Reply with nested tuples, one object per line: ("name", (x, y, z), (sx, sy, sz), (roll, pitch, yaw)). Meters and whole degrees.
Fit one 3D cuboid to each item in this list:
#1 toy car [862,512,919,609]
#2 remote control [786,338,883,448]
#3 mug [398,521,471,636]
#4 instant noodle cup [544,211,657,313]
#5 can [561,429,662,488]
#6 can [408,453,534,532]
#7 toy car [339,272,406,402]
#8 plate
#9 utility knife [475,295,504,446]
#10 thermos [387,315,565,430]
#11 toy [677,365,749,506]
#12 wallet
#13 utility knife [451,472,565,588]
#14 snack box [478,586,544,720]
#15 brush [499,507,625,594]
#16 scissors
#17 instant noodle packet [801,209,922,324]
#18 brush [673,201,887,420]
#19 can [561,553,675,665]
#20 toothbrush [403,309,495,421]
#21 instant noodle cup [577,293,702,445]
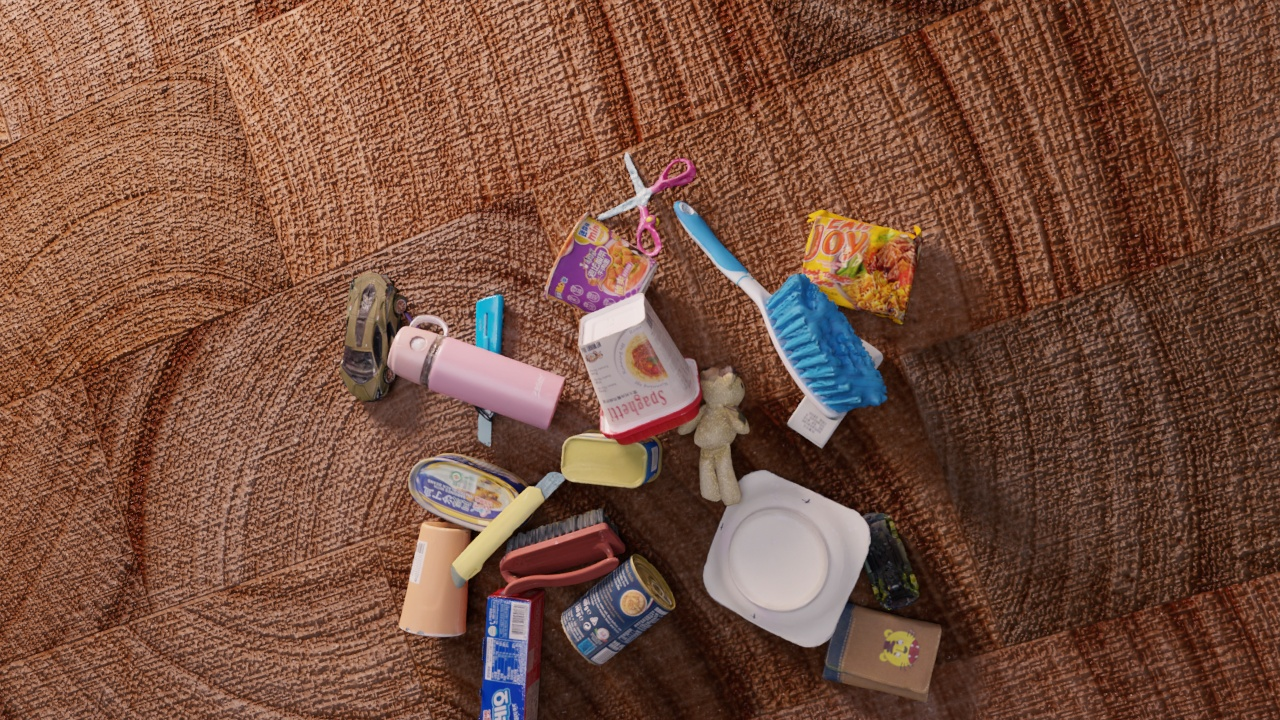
("toy car", (0.267, 0.218, 1.001), (0.048, 0.032, 0.105), (-22, 74, 11))
("remote control", (0.216, 0.033, 1.016), (0.049, 0.024, 0.125), (34, 97, 11))
("mug", (-0.238, 0.256, 1.085), (0.078, 0.078, 0.122), (6, 86, 11))
("instant noodle cup", (-0.041, -0.095, 1.032), (0.099, 0.111, 0.111), (30, 95, 2))
("can", (-0.033, 0.111, 1.036), (0.102, 0.083, 0.057), (4, 90, 11))
("can", (-0.200, 0.157, 1.087), (0.148, 0.049, 0.074), (19, 94, 11))
("toy car", (-0.328, -0.028, 1.115), (0.070, 0.042, 0.158), (8, 94, 23))
("plate", (0.154, 0.218, 1.007), (0.164, 0.034, 0.163), (22, 94, 23))
("utility knife", (-0.183, 0.012, 1.101), (0.034, 0.018, 0.182), (2, 91, 11))
("thermos", (-0.186, 0.010, 1.063), (0.198, 0.067, 0.087), (20, 57, 0))
("toy", (0.091, 0.084, 1.025), (0.105, 0.066, 0.157), (-2, 89, 56))
("wallet", (0.262, 0.318, 1.001), (0.115, 0.033, 0.090), (12, 91, 8))
("utility knife", (-0.153, 0.189, 1.042), (0.031, 0.019, 0.183), (45, 102, 4))
("snack box", (-0.150, 0.374, 1.071), (0.057, 0.058, 0.207), (3, 90, 11))
("brush", (-0.094, 0.225, 1.050), (0.146, 0.063, 0.069), (-18, 49, 12))
("scissors", (0.008, -0.185, 1.055), (0.134, 0.017, 0.133), (-26, 72, 22))
("instant noodle packet", (0.236, -0.105, 1.003), (0.128, 0.044, 0.110), (14, 88, 12))
("brush", (0.142, -0.068, 0.993), (0.060, 0.110, 0.314), (-27, 81, -32))
("can", (-0.026, 0.282, 1.037), (0.111, 0.075, 0.075), (-40, 82, 9))
("toothbrush", (-0.233, 0.001, 1.105), (0.017, 0.014, 0.189), (-44, 75, 11))
("instant noodle cup", (-0.006, 0.006, 0.981), (0.116, 0.116, 0.124), (-21, 115, 9))
